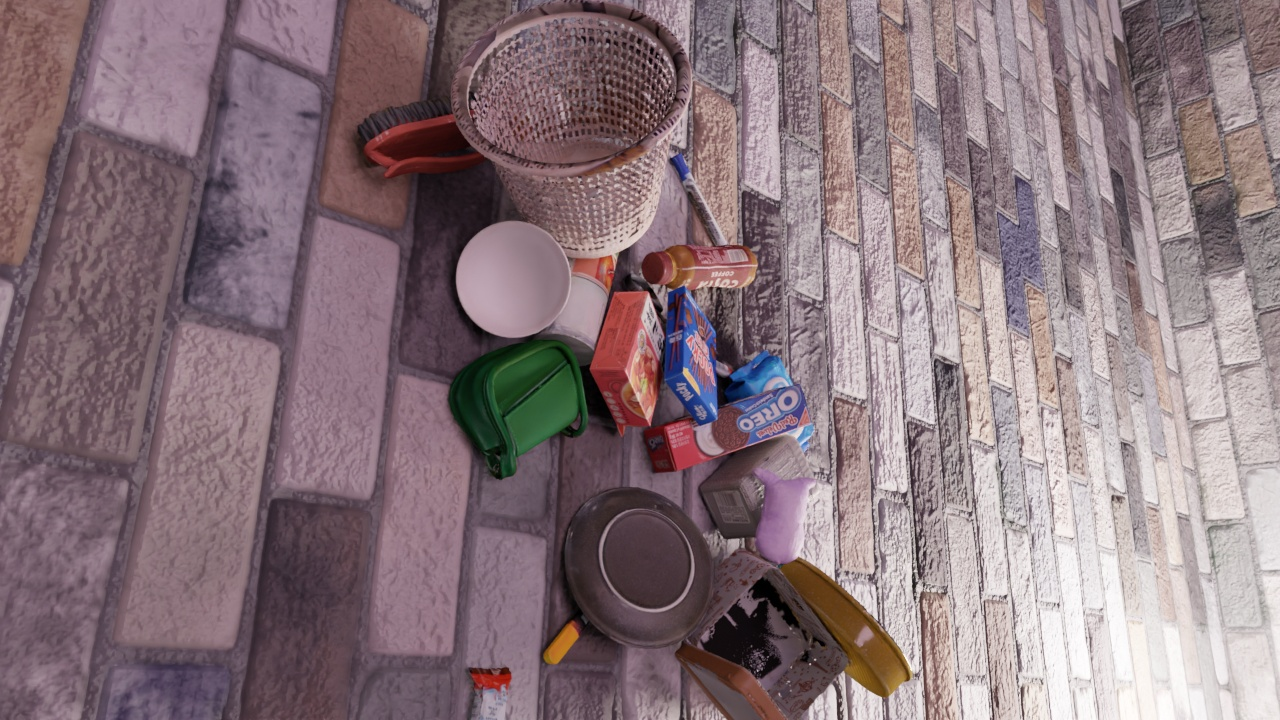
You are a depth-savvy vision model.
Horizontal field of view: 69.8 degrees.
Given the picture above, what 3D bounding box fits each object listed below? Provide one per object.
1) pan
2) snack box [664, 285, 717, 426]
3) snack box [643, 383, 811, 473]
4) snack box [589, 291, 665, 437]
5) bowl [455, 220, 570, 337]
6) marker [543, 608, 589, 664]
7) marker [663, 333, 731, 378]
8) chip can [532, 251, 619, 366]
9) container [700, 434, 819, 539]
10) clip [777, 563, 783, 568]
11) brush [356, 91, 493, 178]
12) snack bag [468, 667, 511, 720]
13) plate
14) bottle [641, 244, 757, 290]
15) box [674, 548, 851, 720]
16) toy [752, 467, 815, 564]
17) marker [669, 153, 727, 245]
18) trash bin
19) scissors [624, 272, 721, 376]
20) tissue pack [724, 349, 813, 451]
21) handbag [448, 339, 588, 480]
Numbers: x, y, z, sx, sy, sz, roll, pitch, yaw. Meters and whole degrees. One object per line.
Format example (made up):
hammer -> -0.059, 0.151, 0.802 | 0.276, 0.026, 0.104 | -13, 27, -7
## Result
pan -> 0.275, 0.356, 1.164 | 0.078, 0.198, 0.358 | -41, 138, -12
snack box -> 0.060, -0.008, 1.073 | 0.084, 0.026, 0.156 | 53, 27, -35
snack box -> 0.108, 0.080, 1.108 | 0.207, 0.058, 0.057 | -15, 88, -28
snack box -> -0.006, 0.006, 1.021 | 0.127, 0.044, 0.113 | 68, 29, -47
bowl -> -0.126, -0.084, 0.955 | 0.064, 0.118, 0.118 | -35, 105, -83
marker -> -0.062, 0.269, 0.957 | 0.123, 0.015, 0.018 | -44, 110, -45
marker -> 0.063, -0.009, 1.157 | 0.145, 0.017, 0.017 | 27, 60, -36
chip can -> -0.063, -0.104, 1.028 | 0.071, 0.071, 0.214 | 31, 57, -33
container -> 0.145, 0.160, 1.136 | 0.114, 0.090, 0.090 | -32, 100, -41
clip -> 0.189, 0.269, 1.196 | 0.049, 0.015, 0.056 | 57, 45, -18
brush -> -0.213, -0.222, 0.925 | 0.145, 0.063, 0.069 | -27, 83, -44
snack bag -> -0.143, 0.337, 0.848 | 0.048, 0.026, 0.104 | 15, 68, -33
plate -> 0.004, 0.216, 0.984 | 0.179, 0.024, 0.179 | 13, 56, -20
bottle -> 0.076, -0.120, 1.173 | 0.174, 0.058, 0.057 | -7, 82, -45
box -> 0.148, 0.332, 0.994 | 0.156, 0.193, 0.183 | -43, 110, -16
toy -> 0.162, 0.182, 1.064 | 0.083, 0.039, 0.108 | 15, 75, -17
marker -> 0.081, -0.210, 1.235 | 0.016, 0.017, 0.146 | -40, 105, -43
trash bin -> -0.060, -0.217, 0.936 | 0.192, 0.227, 0.227 | 83, 18, -61
scissors -> 0.037, -0.042, 1.125 | 0.159, 0.014, 0.170 | -18, 76, -57
tissue pack -> 0.176, 0.071, 1.215 | 0.094, 0.052, 0.157 | -34, 102, -44
handbag -> -0.121, 0.045, 0.936 | 0.131, 0.068, 0.120 | -29, 105, -46
